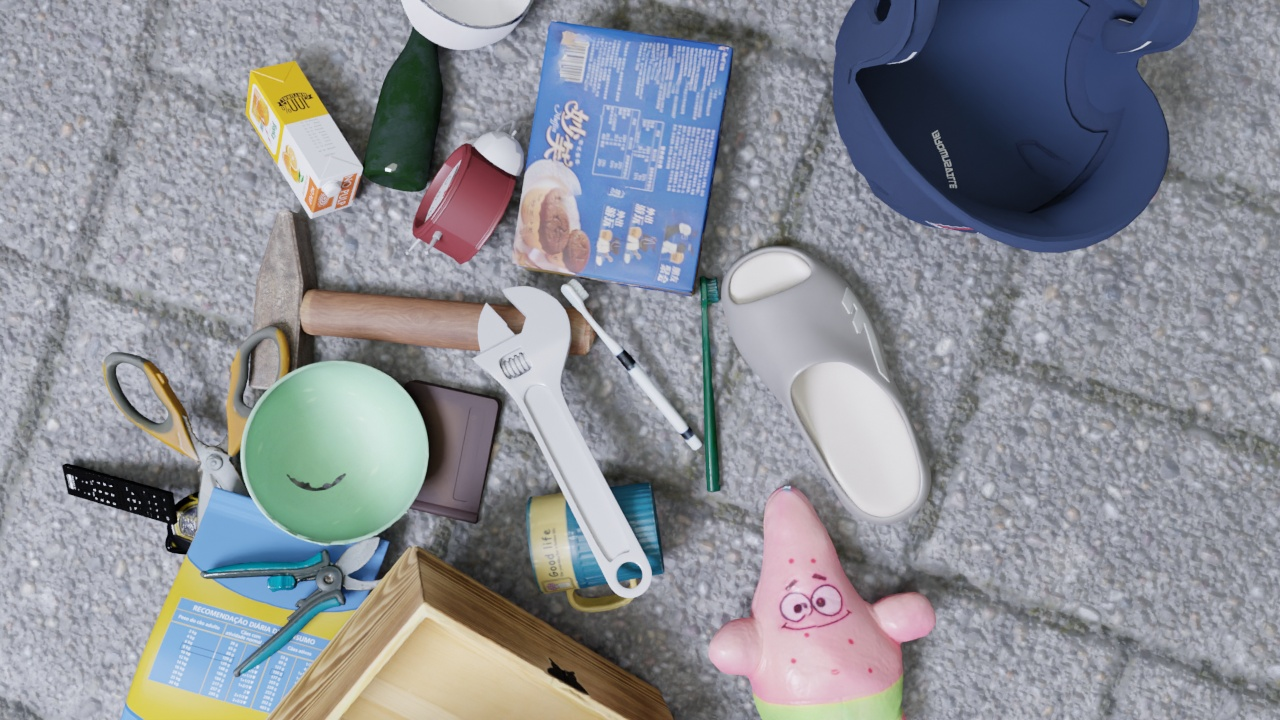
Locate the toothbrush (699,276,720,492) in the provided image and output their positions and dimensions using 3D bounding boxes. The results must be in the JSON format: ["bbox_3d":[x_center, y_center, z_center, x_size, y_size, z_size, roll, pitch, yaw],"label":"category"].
[{"bbox_3d":[0.063,0.021,0.806,0.017,0.016,0.190,-2,91,-1],"label":"toothbrush"}]

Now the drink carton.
[{"bbox_3d":[-0.288,-0.186,0.788,0.040,0.059,0.122,-28,81,-35],"label":"drink carton"}]

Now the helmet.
[{"bbox_3d":[0.259,-0.190,0.682,0.232,0.224,0.271,-6,61,-11],"label":"helmet"}]

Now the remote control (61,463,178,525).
[{"bbox_3d":[-0.463,0.118,0.814,0.140,0.009,0.030,8,110,24],"label":"remote control"}]

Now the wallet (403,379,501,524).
[{"bbox_3d":[-0.179,0.081,0.822,0.091,0.018,0.115,13,94,3],"label":"wallet"}]

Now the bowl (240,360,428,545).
[{"bbox_3d":[-0.262,0.078,0.771,0.150,0.077,0.150,6,79,-33],"label":"bowl"}]

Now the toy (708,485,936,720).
[{"bbox_3d":[0.148,0.222,0.769,0.192,0.097,0.236,-11,83,-5],"label":"toy"}]

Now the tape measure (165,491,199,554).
[{"bbox_3d":[-0.390,0.147,0.825,0.062,0.034,0.061,13,95,0],"label":"tape measure"}]

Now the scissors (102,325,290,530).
[{"bbox_3d":[-0.382,0.067,0.796,0.216,0.016,0.225,17,95,0],"label":"scissors"}]

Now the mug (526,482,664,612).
[{"bbox_3d":[-0.035,0.164,0.788,0.107,0.083,0.114,-9,112,0],"label":"mug"}]

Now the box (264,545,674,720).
[{"bbox_3d":[-0.126,0.370,0.634,0.279,0.323,0.284,38,95,-26],"label":"box"}]

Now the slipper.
[{"bbox_3d":[0.161,0.021,0.768,0.113,0.080,0.266,-27,90,6],"label":"slipper"}]

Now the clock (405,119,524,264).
[{"bbox_3d":[-0.144,-0.142,0.772,0.048,0.096,0.137,30,82,-26],"label":"clock"}]

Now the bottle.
[{"bbox_3d":[-0.197,-0.238,0.798,0.055,0.055,0.174,10,84,3],"label":"bottle"}]

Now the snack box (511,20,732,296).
[{"bbox_3d":[-0.014,-0.167,0.779,0.155,0.069,0.202,9,92,3],"label":"snack box"}]

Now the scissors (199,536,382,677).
[{"bbox_3d":[-0.282,0.196,0.746,0.154,0.019,0.124,11,70,-11],"label":"scissors"}]

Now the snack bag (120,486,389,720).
[{"bbox_3d":[-0.321,0.227,0.780,0.159,0.102,0.205,20,89,-9],"label":"snack bag"}]

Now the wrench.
[{"bbox_3d":[-0.054,0.062,0.751,0.086,0.018,0.273,-28,79,-6],"label":"wrench"}]

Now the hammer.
[{"bbox_3d":[-0.188,-0.042,0.809,0.301,0.037,0.158,5,91,3],"label":"hammer"}]

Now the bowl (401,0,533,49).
[{"bbox_3d":[-0.151,-0.315,0.771,0.116,0.066,0.116,6,76,-24],"label":"bowl"}]

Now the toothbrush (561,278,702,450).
[{"bbox_3d":[-0.005,0.005,0.793,0.187,0.012,0.017,51,59,-11],"label":"toothbrush"}]
